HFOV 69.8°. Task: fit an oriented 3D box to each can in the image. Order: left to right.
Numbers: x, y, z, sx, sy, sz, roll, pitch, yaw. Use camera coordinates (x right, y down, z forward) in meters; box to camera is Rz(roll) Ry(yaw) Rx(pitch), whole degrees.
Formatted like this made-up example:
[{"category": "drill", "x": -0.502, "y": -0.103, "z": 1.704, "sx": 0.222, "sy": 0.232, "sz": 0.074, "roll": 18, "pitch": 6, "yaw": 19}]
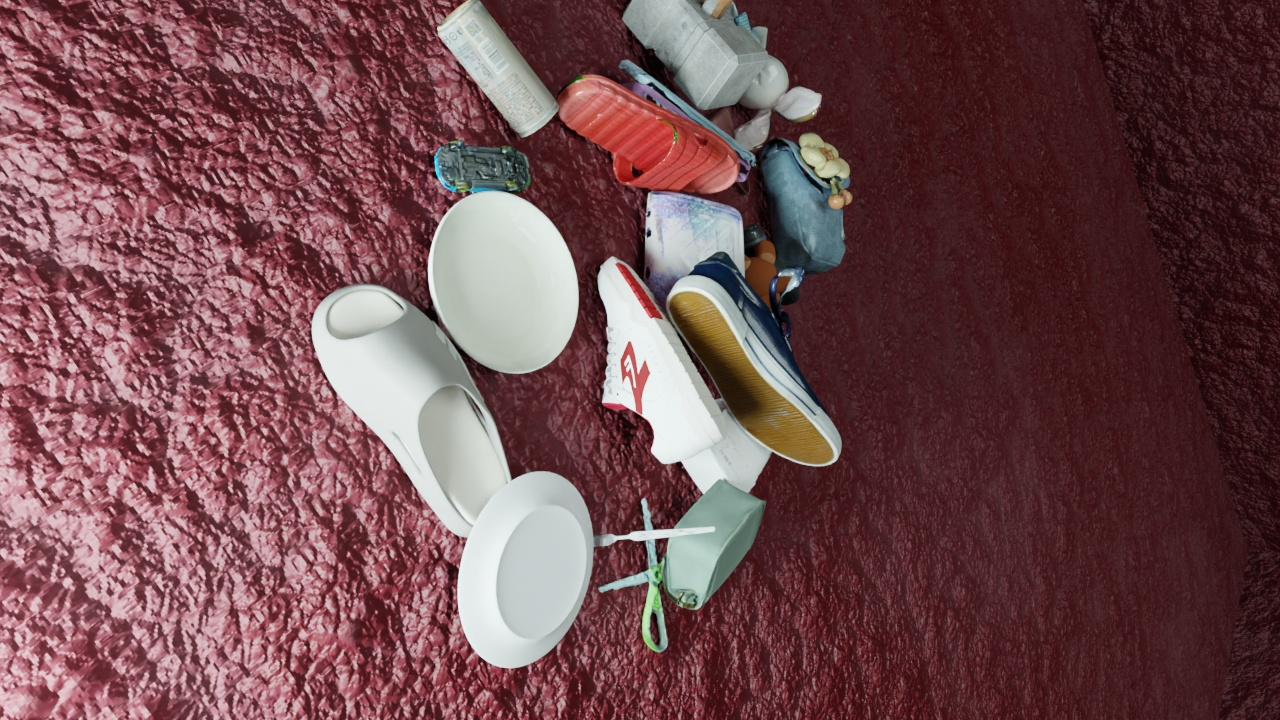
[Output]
[{"category": "can", "x": -0.145, "y": -0.298, "z": 0.936, "sx": 0.135, "sy": 0.054, "sz": 0.054, "roll": 49, "pitch": 52, "yaw": -28}]

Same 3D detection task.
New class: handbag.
[{"category": "handbag", "x": 0.057, "y": -0.115, "z": 1.107, "sx": 0.126, "sy": 0.069, "sz": 0.158, "roll": 9, "pitch": 76, "yaw": -31}, {"category": "handbag", "x": 0.079, "y": 0.206, "z": 1.033, "sx": 0.121, "sy": 0.067, "sz": 0.106, "roll": -41, "pitch": 147, "yaw": -43}, {"category": "handbag", "x": 0.119, "y": -0.274, "z": 1.228, "sx": 0.055, "sy": 0.029, "sz": 0.120, "roll": -48, "pitch": 121, "yaw": -35}, {"category": "handbag", "x": 0.238, "y": -0.220, "z": 1.271, "sx": 0.121, "sy": 0.119, "sz": 0.191, "roll": 9, "pitch": 71, "yaw": -45}]

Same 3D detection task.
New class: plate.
[{"category": "plate", "x": -0.140, "y": -0.076, "z": 0.914, "sx": 0.182, "sy": 0.034, "sz": 0.182, "roll": 11, "pitch": 75, "yaw": -44}, {"category": "plate", "x": -0.100, "y": 0.202, "z": 0.887, "sx": 0.188, "sy": 0.016, "sz": 0.188, "roll": -7, "pitch": 99, "yaw": -53}]

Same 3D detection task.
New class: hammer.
[{"category": "hammer", "x": 0.123, "y": -0.454, "z": 1.026, "sx": 0.082, "sy": 0.319, "sz": 0.162, "roll": -26, "pitch": 74, "yaw": -45}]

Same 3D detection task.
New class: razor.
[{"category": "razor", "x": 0.168, "y": -0.128, "z": 1.232, "sx": 0.140, "sy": 0.053, "sz": 0.063, "roll": 43, "pitch": 48, "yaw": -35}]

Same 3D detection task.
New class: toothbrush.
[{"category": "toothbrush", "x": 0.008, "y": 0.175, "z": 0.914, "sx": 0.010, "sy": 0.182, "sz": 0.010, "roll": -25, "pitch": 95, "yaw": -42}]

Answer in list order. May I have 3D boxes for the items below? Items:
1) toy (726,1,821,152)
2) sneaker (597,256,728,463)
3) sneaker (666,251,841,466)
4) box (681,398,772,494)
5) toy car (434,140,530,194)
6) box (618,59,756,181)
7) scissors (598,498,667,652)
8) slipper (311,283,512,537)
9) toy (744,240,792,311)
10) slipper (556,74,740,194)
[{"category": "toy", "x": 0.142, "y": -0.397, "z": 1.243, "sx": 0.205, "sy": 0.131, "sz": 0.105, "roll": 55, "pitch": 18, "yaw": -13}, {"category": "sneaker", "x": -0.005, "y": 0.006, "z": 1.005, "sx": 0.236, "sy": 0.104, "sz": 0.090, "roll": 60, "pitch": 12, "yaw": 8}, {"category": "sneaker", "x": 0.154, "y": -0.007, "z": 1.065, "sx": 0.294, "sy": 0.121, "sz": 0.127, "roll": 53, "pitch": 49, "yaw": -19}, {"category": "box", "x": 0.088, "y": 0.108, "z": 1.118, "sx": 0.102, "sy": 0.091, "sz": 0.106, "roll": 56, "pitch": 42, "yaw": -15}, {"category": "toy car", "x": -0.159, "y": -0.190, "z": 0.917, "sx": 0.105, "sy": 0.032, "sz": 0.048, "roll": -7, "pitch": 88, "yaw": -41}, {"category": "box", "x": 0.053, "y": -0.285, "z": 1.113, "sx": 0.214, "sy": 0.078, "sz": 0.065, "roll": 25, "pitch": 94, "yaw": -40}, {"category": "scissors", "x": 0.016, "y": 0.240, "z": 1.035, "sx": 0.172, "sy": 0.021, "sz": 0.171, "roll": -4, "pitch": 88, "yaw": -42}, {"category": "slipper", "x": -0.180, "y": 0.045, "z": 0.818, "sx": 0.112, "sy": 0.081, "sz": 0.266, "roll": -41, "pitch": 112, "yaw": -38}, {"category": "toy", "x": 0.149, "y": -0.085, "z": 1.182, "sx": 0.065, "sy": 0.095, "sz": 0.128, "roll": -105, "pitch": -177, "yaw": -50}, {"category": "slipper", "x": 0.011, "y": -0.240, "z": 1.053, "sx": 0.248, "sy": 0.104, "sz": 0.059, "roll": 20, "pitch": 55, "yaw": -35}]
